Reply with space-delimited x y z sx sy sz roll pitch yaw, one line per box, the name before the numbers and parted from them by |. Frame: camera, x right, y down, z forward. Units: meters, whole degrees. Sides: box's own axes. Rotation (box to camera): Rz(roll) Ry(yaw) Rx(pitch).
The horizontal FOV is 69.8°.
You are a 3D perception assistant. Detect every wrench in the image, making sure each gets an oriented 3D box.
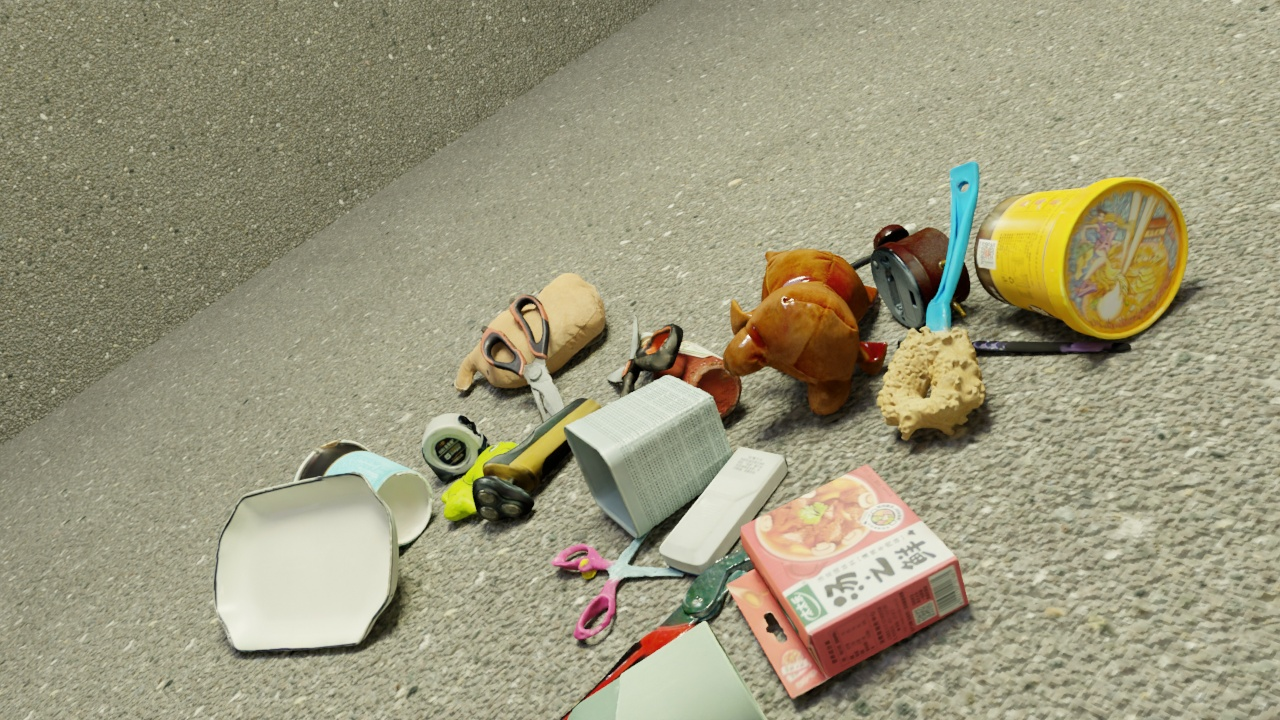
wrench | -0.003 0.218 0.638 0.273 0.016 0.056 -38 27 -17

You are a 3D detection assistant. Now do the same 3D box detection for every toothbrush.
toothbrush | 0.294 -0.013 0.744 0.189 0.017 0.014 1 39 43
toothbrush | 0.213 -0.097 0.974 0.181 0.018 0.015 -27 29 8

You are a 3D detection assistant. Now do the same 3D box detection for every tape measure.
tape measure | -0.205 0.092 1.005 0.066 0.066 0.033 -27 25 6

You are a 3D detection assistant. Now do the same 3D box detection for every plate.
plate | -0.326 0.200 0.901 0.266 0.034 0.162 -14 72 31

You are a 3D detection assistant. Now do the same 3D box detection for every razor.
razor | -0.098 0.095 0.918 0.068 0.062 0.167 29 52 25

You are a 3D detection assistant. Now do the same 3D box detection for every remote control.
remote control | 0.066 0.118 0.733 0.049 0.024 0.124 8 43 43

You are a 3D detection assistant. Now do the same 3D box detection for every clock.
clock | 0.247 -0.080 0.834 0.055 0.082 0.122 -27 27 -5

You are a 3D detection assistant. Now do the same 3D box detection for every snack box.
snack box | 0.125 0.138 0.599 0.127 0.044 0.113 -27 30 -5

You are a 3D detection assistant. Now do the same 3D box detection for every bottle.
bottle | 0.037 0.007 0.922 0.059 0.060 0.206 -34 21 -9

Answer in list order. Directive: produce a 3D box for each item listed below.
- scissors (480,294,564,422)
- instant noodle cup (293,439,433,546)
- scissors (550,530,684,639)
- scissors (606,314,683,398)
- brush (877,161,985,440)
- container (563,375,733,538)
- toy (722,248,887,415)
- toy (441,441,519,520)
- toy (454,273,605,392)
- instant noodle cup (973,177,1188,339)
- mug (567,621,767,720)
scissors | -0.132 0.013 1.041 0.199 0.015 0.204 0 61 32
instant noodle cup | -0.285 0.144 0.961 0.121 0.111 0.111 6 43 40
scissors | -0.024 0.173 0.741 0.134 0.017 0.134 -5 31 34
scissors | -0.011 0.020 0.916 0.221 0.021 0.227 -44 27 59
brush | 0.246 -0.053 0.736 0.083 0.046 0.254 -13 52 50
container | 0.011 0.076 0.785 0.111 0.090 0.090 -30 25 -18
toy | 0.152 -0.035 0.835 0.199 0.140 0.131 -66 2 -52
toy | -0.161 0.123 0.947 0.100 0.031 0.096 -35 26 0
toy | -0.145 -0.021 1.137 0.226 0.082 0.143 -32 29 7
instant noodle cup | 0.336 -0.084 0.721 0.118 0.118 0.114 -35 20 -10
mug | 0.023 0.228 0.534 0.106 0.082 0.111 -32 58 -5
